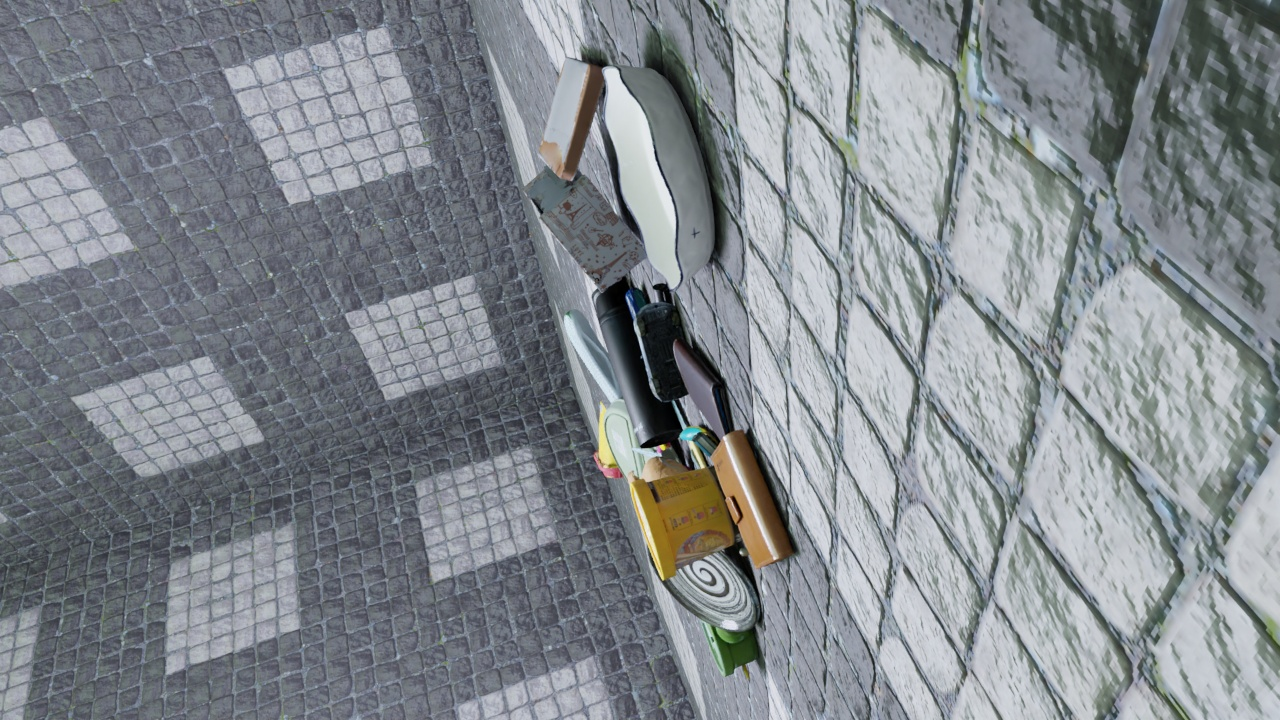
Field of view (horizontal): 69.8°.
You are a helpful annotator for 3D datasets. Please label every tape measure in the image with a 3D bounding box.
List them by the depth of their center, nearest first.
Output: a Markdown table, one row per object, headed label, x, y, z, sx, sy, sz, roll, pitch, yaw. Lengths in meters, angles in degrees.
| label | x | y | z | sx | sy | sz | roll | pitch | yaw |
| --- | --- | --- | --- | --- | --- | --- | --- | --- | --- |
| tape measure | -0.002 | -0.074 | 1.265 | 0.058 | 0.025 | 0.054 | 101 | 149 | -83 |

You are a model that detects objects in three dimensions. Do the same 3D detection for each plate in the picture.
| label | x | y | z | sx | sy | sz | roll | pitch | yaw |
| --- | --- | --- | --- | --- | --- | --- | --- | --- | --- |
| plate | 0.016 | -0.167 | 0.827 | 0.205 | 0.045 | 0.205 | 160 | 91 | -83 |
| plate | 0.085 | 0.283 | 1.205 | 0.179 | 0.024 | 0.180 | 29 | 141 | 26 |
| plate | 0.008 | 0.168 | 1.490 | 0.230 | 0.027 | 0.231 | 46 | 153 | 31 |

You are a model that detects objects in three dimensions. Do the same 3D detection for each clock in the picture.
| label | x | y | z | sx | sy | sz | roll | pitch | yaw |
| --- | --- | --- | --- | --- | --- | --- | --- | --- | --- |
| clock | 0.121 | 0.374 | 1.306 | 0.116 | 0.056 | 0.161 | -118 | 12 | -52 |

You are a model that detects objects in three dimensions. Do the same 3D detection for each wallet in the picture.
| label | x | y | z | sx | sy | sz | roll | pitch | yaw |
| --- | --- | --- | --- | --- | --- | --- | --- | --- | --- |
| wallet | 0.111 | 0.145 | 0.934 | 0.119 | 0.035 | 0.130 | 111 | 139 | -69 |
| wallet | 0.072 | 0.038 | 1.014 | 0.122 | 0.020 | 0.096 | -123 | 12 | -60 |

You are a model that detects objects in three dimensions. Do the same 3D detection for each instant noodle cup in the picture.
| label | x | y | z | sx | sy | sz | roll | pitch | yaw |
| --- | --- | --- | --- | --- | --- | --- | --- | --- | --- |
| instant noodle cup | 0.059 | 0.181 | 1.074 | 0.118 | 0.114 | 0.118 | 161 | 91 | -83 |
| instant noodle cup | -0.025 | 0.135 | 1.651 | 0.116 | 0.116 | 0.124 | -133 | 38 | -74 |

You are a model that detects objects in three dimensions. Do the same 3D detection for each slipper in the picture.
| label | x | y | z | sx | sy | sz | roll | pitch | yaw |
| --- | --- | --- | --- | --- | --- | --- | --- | --- | --- |
| slipper | -0.041 | 0.012 | 1.542 | 0.245 | 0.074 | 0.104 | 56 | 169 | -9 |

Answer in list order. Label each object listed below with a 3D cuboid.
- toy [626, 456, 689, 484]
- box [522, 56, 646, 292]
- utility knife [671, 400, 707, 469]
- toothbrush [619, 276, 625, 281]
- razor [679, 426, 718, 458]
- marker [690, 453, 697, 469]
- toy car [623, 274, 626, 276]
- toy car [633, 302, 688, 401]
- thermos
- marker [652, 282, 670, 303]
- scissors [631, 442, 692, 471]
| label | x | y | z | sx | sy | sz | roll | pitch | yaw |
| --- | --- | --- | --- | --- | --- | --- | --- | --- | --- |
| toy | 0.041 | 0.200 | 1.324 | 0.226 | 0.082 | 0.144 | -131 | 36 | -55 |
| box | -0.079 | -0.230 | 1.131 | 0.179 | 0.132 | 0.272 | -122 | 21 | -64 |
| utility knife | 0.079 | 0.130 | 1.221 | 0.031 | 0.021 | 0.208 | 91 | 165 | -52 |
| toothbrush | -0.032 | -0.106 | 1.406 | 0.026 | 0.027 | 0.213 | -58 | -36 | -46 |
| razor | 0.070 | 0.096 | 1.122 | 0.043 | 0.028 | 0.132 | 42 | 174 | -8 |
| marker | 0.090 | 0.181 | 1.233 | 0.018 | 0.015 | 0.123 | 101 | 152 | -68 |
| toy car | -0.036 | -0.155 | 1.303 | 0.106 | 0.031 | 0.049 | 85 | 166 | -68 |
| toy car | 0.028 | -0.010 | 1.082 | 0.037 | 0.054 | 0.121 | -136 | 29 | -72 |
| thermos | -0.008 | 0.008 | 1.341 | 0.090 | 0.068 | 0.242 | 110 | 143 | -66 |
| marker | 0.036 | -0.033 | 1.113 | 0.022 | 0.020 | 0.132 | 22 | 135 | 42 |
| scissors | 0.036 | 0.149 | 1.374 | 0.131 | 0.017 | 0.134 | 42 | 137 | 25 |
